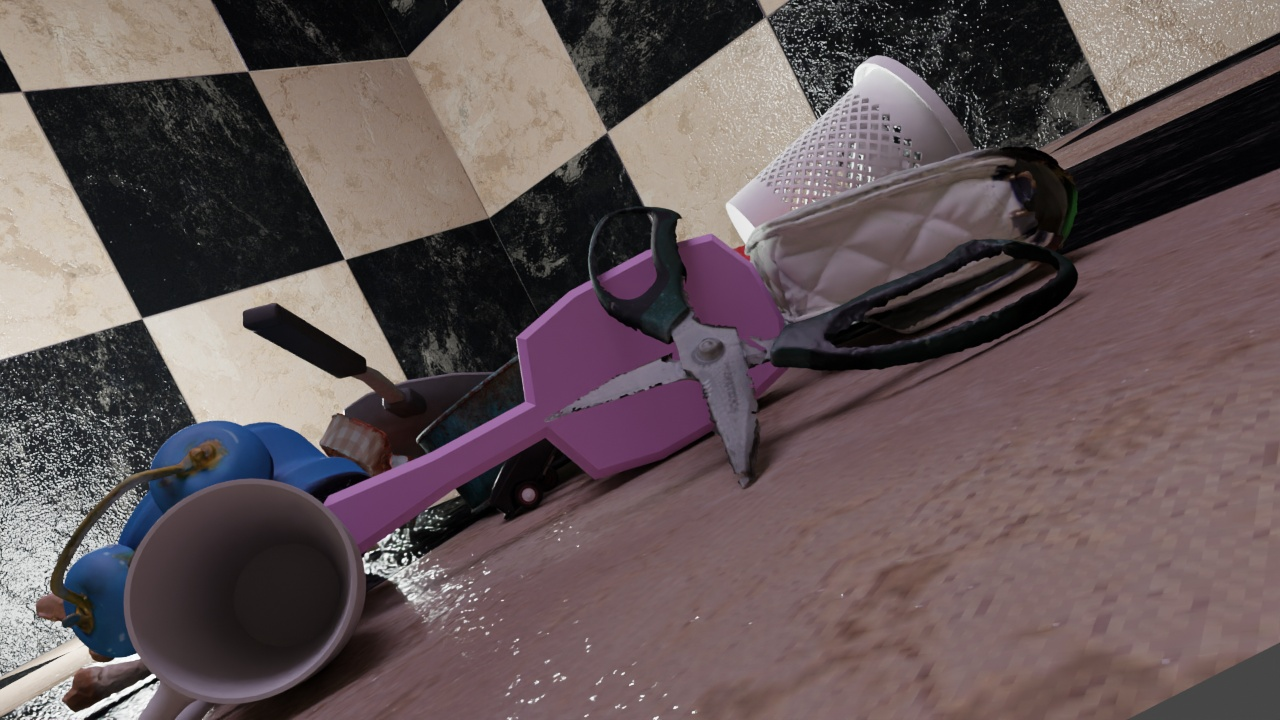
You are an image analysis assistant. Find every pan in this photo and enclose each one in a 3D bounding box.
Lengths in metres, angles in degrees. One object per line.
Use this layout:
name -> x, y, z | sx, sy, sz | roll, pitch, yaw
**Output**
pan -> -0.165, 0.033, 0.652 | 0.179, 0.041, 0.357 | -13, -20, 8

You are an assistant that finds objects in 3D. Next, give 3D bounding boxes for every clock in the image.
clock -> -0.060, 0.032, 0.573 | 0.158, 0.073, 0.121 | -39, 1, 20
clock -> -0.188, 0.082, 0.418 | 0.116, 0.060, 0.161 | -52, -16, -3

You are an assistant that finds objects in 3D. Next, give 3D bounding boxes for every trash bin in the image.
trash bin -> 0.207, -0.166, 0.934 | 0.199, 0.195, 0.195 | -36, 2, 2

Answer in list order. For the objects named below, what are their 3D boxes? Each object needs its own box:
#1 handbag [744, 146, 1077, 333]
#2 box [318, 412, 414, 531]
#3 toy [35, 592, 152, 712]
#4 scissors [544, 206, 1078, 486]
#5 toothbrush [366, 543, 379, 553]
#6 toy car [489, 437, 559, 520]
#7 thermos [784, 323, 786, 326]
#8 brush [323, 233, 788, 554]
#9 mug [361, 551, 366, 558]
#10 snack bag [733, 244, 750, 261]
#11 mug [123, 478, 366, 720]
handbag -> 0.133, -0.057, 0.497 | 0.139, 0.072, 0.194 | -18, 3, 6
box -> -0.168, 0.078, 0.601 | 0.048, 0.085, 0.187 | -55, 2, -18
toy -> -0.329, 0.171, 0.612 | 0.105, 0.085, 0.074 | 5, -56, -55
scissors -> 0.054, -0.030, 0.370 | 0.202, 0.015, 0.201 | -17, 38, 4
toothbrush -> -0.230, 0.149, 0.718 | 0.021, 0.016, 0.136 | -31, 2, -38
toy car -> -0.052, 0.039, 0.491 | 0.092, 0.037, 0.040 | -60, -4, 13
thermos -> 0.128, -0.059, 0.652 | 0.207, 0.065, 0.078 | -27, 2, 5
brush -> -0.039, 0.023, 0.436 | 0.228, 0.089, 0.043 | -29, -2, -10
mug -> -0.223, 0.107, 0.565 | 0.104, 0.084, 0.112 | -19, -25, -48
snack bag -> 0.130, -0.074, 0.758 | 0.176, 0.082, 0.082 | -29, 3, -25
mug -> -0.147, 0.100, 0.333 | 0.107, 0.071, 0.090 | -57, 1, -19
